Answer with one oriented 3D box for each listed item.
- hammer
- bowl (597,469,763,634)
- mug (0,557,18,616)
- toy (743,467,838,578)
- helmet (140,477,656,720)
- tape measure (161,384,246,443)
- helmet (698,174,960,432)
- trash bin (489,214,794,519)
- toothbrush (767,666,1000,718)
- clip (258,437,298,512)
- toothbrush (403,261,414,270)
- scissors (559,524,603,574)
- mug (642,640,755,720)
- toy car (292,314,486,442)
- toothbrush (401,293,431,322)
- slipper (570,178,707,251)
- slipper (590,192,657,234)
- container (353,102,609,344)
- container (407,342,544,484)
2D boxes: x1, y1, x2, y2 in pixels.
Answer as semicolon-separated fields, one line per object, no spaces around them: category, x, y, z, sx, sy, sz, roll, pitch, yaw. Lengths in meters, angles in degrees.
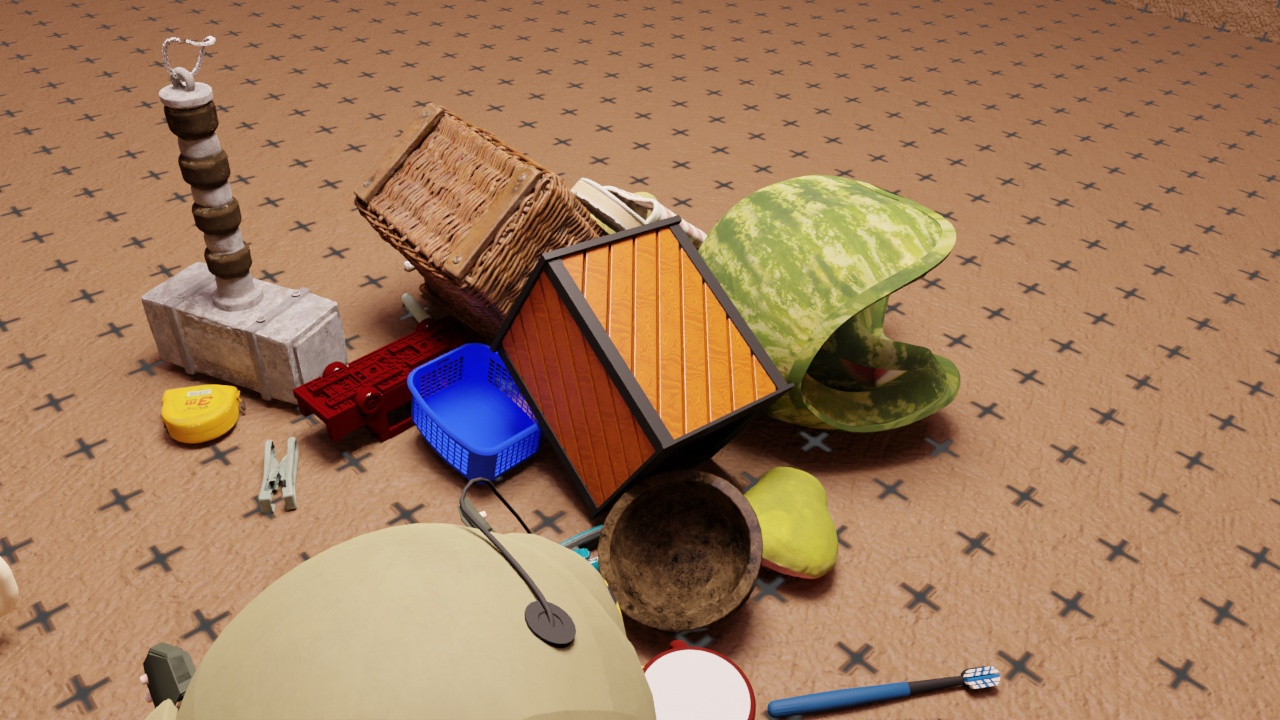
hammer;-0.368;-0.120;0.801;0.177;0.327;0.079;16;39;16
bowl;0.034;0.148;0.687;0.121;0.056;0.121;-7;59;11
mug;-0.483;0.152;0.620;0.120;0.100;0.096;3;35;-3
toy;0.120;0.127;0.737;0.090;0.051;0.109;17;36;14
helmet;-0.099;0.203;0.431;0.249;0.256;0.233;-24;41;-29
tape measure;-0.393;0.049;0.822;0.068;0.030;0.058;-8;38;-11
helmet;0.160;-0.058;0.850;0.243;0.213;0.247;-21;38;-2
trash bin;-0.004;0.004;0.753;0.139;0.140;0.171;-22;72;-36
toothbrush;0.169;0.229;0.634;0.167;0.014;0.014;-5;71;-10
clip;-0.305;0.095;0.775;0.044;0.023;0.076;-5;39;-13
toothbrush;-0.212;-0.151;1.114;0.012;0.017;0.186;8;32;42
scissors;-0.056;0.160;0.707;0.146;0.019;0.133;14;38;14
mug;0.028;0.221;0.577;0.073;0.083;0.105;-1;37;-5
toy car;-0.224;0.021;0.844;0.070;0.062;0.169;31;45;32
toothbrush;-0.212;-0.031;0.954;0.022;0.015;0.155;16;19;-49
slipper;0.025;-0.128;0.942;0.115;0.052;0.262;36;5;31
slipper;-0.053;-0.149;1.066;0.082;0.092;0.190;25;39;30
container;-0.146;-0.119;0.891;0.250;0.183;0.162;35;83;35
container;-0.142;0.049;0.804;0.114;0.058;0.096;41;50;24
